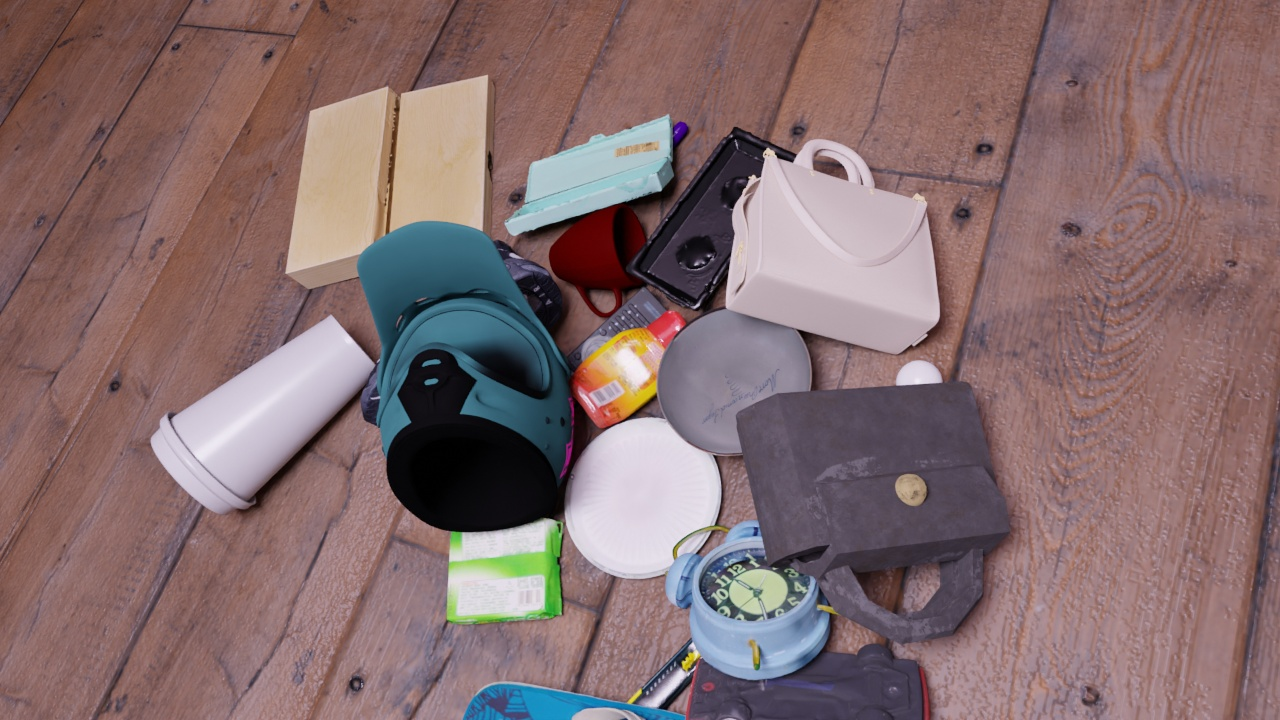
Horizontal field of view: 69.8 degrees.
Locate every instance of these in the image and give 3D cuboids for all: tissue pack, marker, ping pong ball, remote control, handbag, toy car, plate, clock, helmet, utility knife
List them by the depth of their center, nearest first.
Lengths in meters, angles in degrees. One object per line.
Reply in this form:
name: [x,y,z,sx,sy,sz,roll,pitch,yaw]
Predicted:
handbag: [0.192,0.120,0.723,0.197,0.103,0.199,-4,67,-19]
toy car: [0.132,0.271,0.734,0.190,0.056,0.081,-5,29,16]
clock: [0.087,0.194,0.772,0.117,0.060,0.162,-26,34,-23]
utility knife: [0.021,0.283,0.799,0.172,0.020,0.029,-46,63,-6]
helmet: [-0.156,0.019,0.826,0.176,0.275,0.200,-10,57,2]
ping pong ball: [0.251,0.020,0.827,0.040,0.040,0.040,-7,64,16]
handbag: [0.182,-0.125,0.858,0.194,0.101,0.197,14,62,-11]
plate: [0.002,0.131,0.877,0.157,0.014,0.156,-8,64,16]
tissue pack: [-0.131,0.200,0.880,0.114,0.034,0.099,-8,64,14]
toy car: [0.082,-0.133,0.937,0.094,0.071,0.191,31,80,27]
remote control: [-0.032,-0.013,0.947,0.140,0.021,0.045,-43,92,-3]
marker: [0.010,-0.214,1.030,0.015,0.018,0.134,35,84,31]

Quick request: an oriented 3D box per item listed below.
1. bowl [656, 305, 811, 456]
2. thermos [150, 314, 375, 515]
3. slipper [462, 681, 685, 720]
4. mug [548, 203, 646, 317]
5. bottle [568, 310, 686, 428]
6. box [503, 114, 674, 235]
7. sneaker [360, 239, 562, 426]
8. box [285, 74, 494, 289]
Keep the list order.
bowl: [0.092,0.026,0.869,0.151,0.057,0.150,-7,65,15]
thermos: [-0.397,0.052,0.994,0.221,0.131,0.131,-41,60,-11]
slipper: [-0.019,0.337,0.747,0.295,0.060,0.118,13,72,16]
mug: [-0.048,-0.100,0.967,0.088,0.087,0.114,-10,83,24]
bottle: [-0.005,0.005,0.913,0.134,0.048,0.071,-38,81,-4]
box: [-0.053,-0.202,1.021,0.187,0.052,0.138,-12,35,23]
sneaker: [-0.212,-0.043,0.991,0.253,0.097,0.150,-38,44,6]
box: [-0.302,-0.224,1.129,0.253,0.068,0.246,-7,65,9]
